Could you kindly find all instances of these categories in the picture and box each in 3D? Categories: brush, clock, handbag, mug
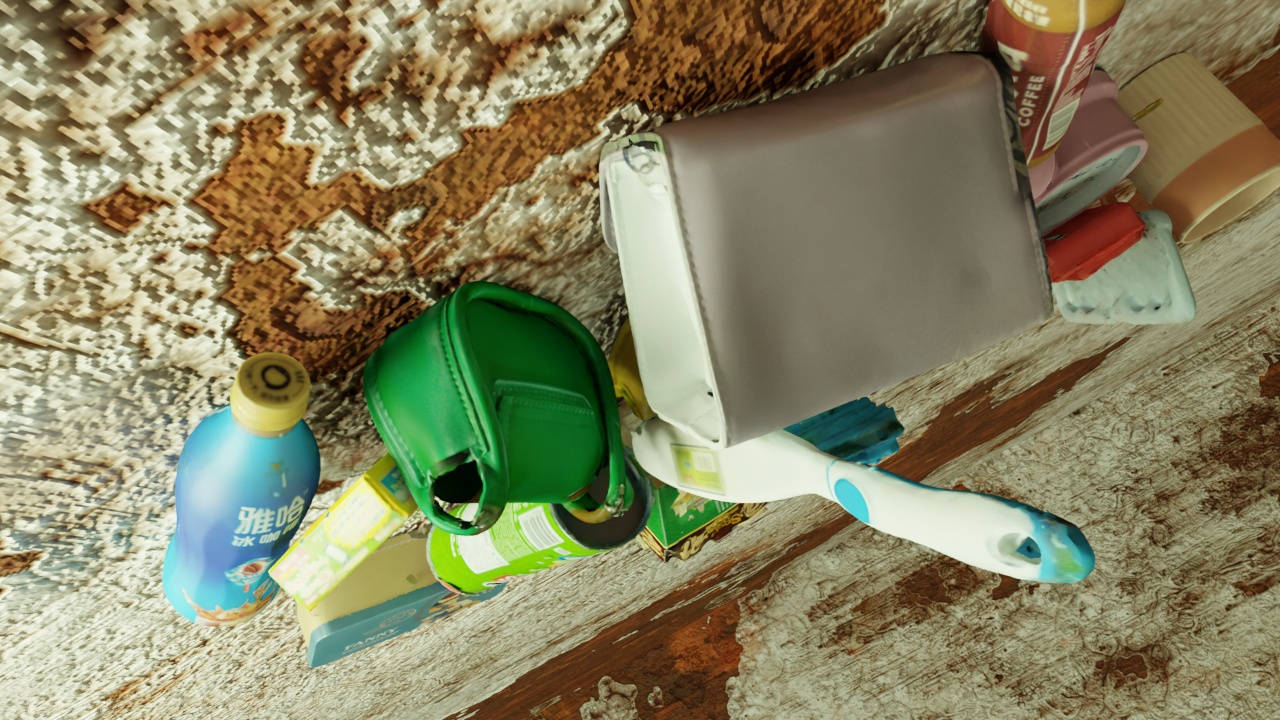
[{"bbox_3d":[0.089,0.048,0.429,0.109,0.060,0.315,-16,-172,-32],"label":"brush"},{"bbox_3d":[0.255,-0.123,0.603,0.158,0.059,0.117,-23,160,-15],"label":"clock"},{"bbox_3d":[-0.064,0.028,0.463,0.068,0.120,0.131,-33,159,22],"label":"handbag"},{"bbox_3d":[0.379,-0.141,0.654,0.081,0.106,0.115,-17,156,-29],"label":"mug"},{"bbox_3d":[0.089,-0.059,0.443,0.196,0.098,0.145,-19,113,-21],"label":"handbag"}]

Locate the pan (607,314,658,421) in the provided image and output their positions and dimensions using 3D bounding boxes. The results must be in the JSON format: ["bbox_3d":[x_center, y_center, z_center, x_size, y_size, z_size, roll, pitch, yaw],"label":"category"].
[{"bbox_3d":[-0.004,0.003,0.591,0.357,0.078,0.198,-35,157,-3],"label":"pan"}]

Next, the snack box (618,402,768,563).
[{"bbox_3d":[0.030,0.073,0.714,0.118,0.117,0.106,-31,145,-12],"label":"snack box"}]

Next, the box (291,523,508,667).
[{"bbox_3d":[-0.195,0.182,0.738,0.183,0.061,0.090,-18,156,-30],"label":"box"}]

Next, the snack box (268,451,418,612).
[{"bbox_3d":[-0.129,0.064,0.493,0.087,0.034,0.140,-42,-176,22],"label":"snack box"}]

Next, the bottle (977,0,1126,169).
[{"bbox_3d":[0.198,-0.159,0.450,0.057,0.057,0.175,-29,159,0],"label":"bottle"}]

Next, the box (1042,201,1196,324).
[{"bbox_3d":[0.331,-0.059,0.702,0.095,0.101,0.201,-33,-179,4],"label":"box"}]

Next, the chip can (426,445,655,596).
[{"bbox_3d":[-0.079,0.112,0.626,0.072,0.072,0.237,-15,169,-33],"label":"chip can"}]

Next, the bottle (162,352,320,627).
[{"bbox_3d":[-0.199,0.069,0.459,0.065,0.065,0.219,-13,154,-36],"label":"bottle"}]
